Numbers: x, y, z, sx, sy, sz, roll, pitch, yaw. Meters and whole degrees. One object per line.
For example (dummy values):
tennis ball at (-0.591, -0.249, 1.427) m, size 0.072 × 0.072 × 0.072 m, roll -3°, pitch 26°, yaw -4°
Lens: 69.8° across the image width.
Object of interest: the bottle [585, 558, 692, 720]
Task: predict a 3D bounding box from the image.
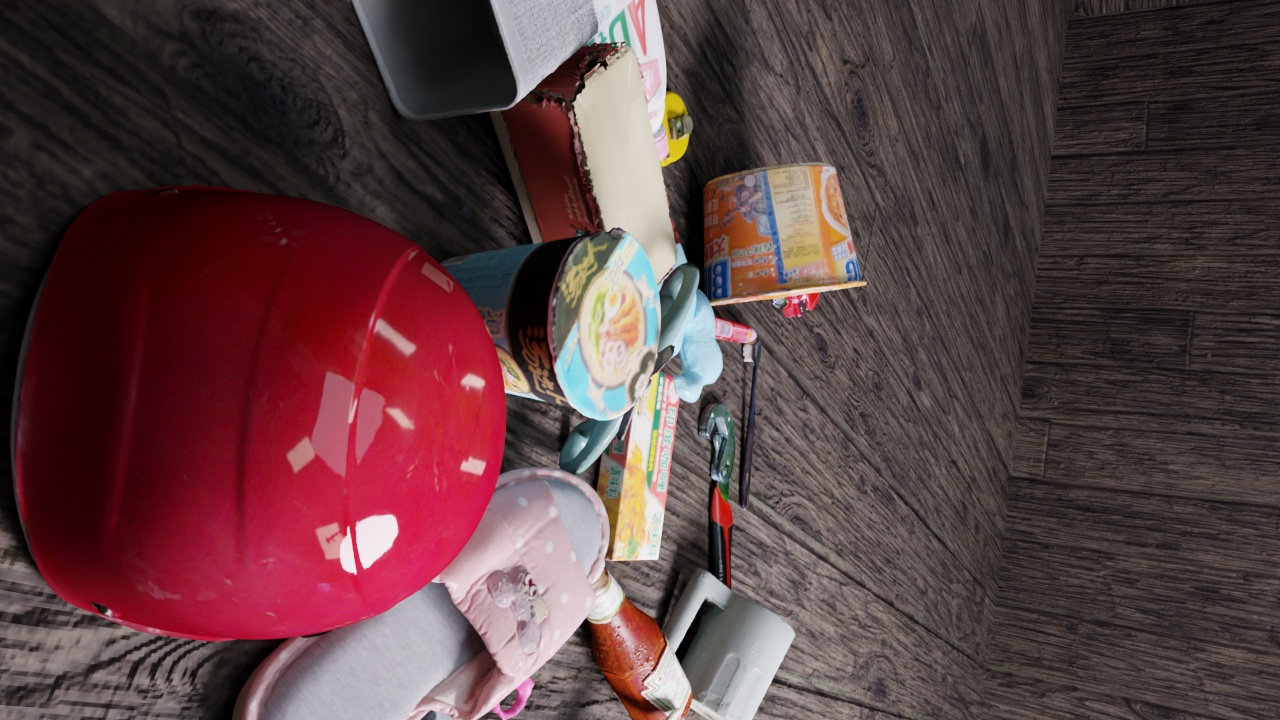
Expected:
bottle at (-0.014, 0.218, 0.720) m, size 0.059 × 0.060 × 0.206 m, roll -58°, pitch 139°, yaw -38°

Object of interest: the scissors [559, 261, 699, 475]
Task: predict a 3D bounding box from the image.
scissors at (-0.006, 0.007, 0.645) m, size 0.019 × 0.174 × 0.169 m, roll 31°, pitch 52°, yaw -9°

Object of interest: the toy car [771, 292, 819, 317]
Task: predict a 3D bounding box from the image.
toy car at (0.164, -0.103, 0.995) m, size 0.052 × 0.045 × 0.120 m, roll -57°, pitch 136°, yaw -41°

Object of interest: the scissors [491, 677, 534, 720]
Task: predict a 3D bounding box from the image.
scissors at (-0.110, 0.200, 0.603) m, size 0.135 × 0.017 × 0.063 m, roll 37°, pitch 65°, yaw -50°

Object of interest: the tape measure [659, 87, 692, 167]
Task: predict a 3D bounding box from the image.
tape measure at (0.022, -0.195, 0.764) m, size 0.057 × 0.029 × 0.060 m, roll -43°, pitch 129°, yaw -49°

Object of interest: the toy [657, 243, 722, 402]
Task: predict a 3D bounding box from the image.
toy at (0.022, -0.046, 0.752) m, size 0.156 × 0.050 × 0.161 m, roll 8°, pitch 74°, yaw -61°

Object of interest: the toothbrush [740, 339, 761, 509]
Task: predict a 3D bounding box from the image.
toothbrush at (0.112, 0.067, 0.956) m, size 0.015 × 0.018 × 0.181 m, roll -13°, pitch 107°, yaw -65°

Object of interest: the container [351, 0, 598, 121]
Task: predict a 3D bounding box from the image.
container at (-0.088, -0.204, 0.526) m, size 0.114 × 0.090 × 0.090 m, roll -53°, pitch 136°, yaw -46°

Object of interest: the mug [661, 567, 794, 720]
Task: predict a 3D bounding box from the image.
mug at (0.070, 0.268, 0.846) m, size 0.124 × 0.084 × 0.103 m, roll 41°, pitch 66°, yaw -21°

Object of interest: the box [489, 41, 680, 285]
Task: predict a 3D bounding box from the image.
box at (-0.024, -0.116, 0.604) m, size 0.091 × 0.080 × 0.168 m, roll -54°, pitch 141°, yaw -39°

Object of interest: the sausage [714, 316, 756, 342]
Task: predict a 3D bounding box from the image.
sausage at (0.077, -0.031, 0.881) m, size 0.155 × 0.020 × 0.020 m, roll 10°, pitch 85°, yaw -59°

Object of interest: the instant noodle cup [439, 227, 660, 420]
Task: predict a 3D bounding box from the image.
instant noodle cup at (-0.066, -0.022, 0.549) m, size 0.111 × 0.121 × 0.111 m, roll -5°, pitch 96°, yaw -58°

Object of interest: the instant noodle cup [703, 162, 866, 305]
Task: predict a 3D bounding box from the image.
instant noodle cup at (0.123, -0.113, 0.838) m, size 0.151 × 0.152 × 0.111 m, roll -10°, pitch 93°, yaw -58°

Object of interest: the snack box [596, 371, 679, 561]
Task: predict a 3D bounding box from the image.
snack box at (-0.004, 0.085, 0.753) m, size 0.077 × 0.027 × 0.155 m, roll 18°, pitch 77°, yaw -59°

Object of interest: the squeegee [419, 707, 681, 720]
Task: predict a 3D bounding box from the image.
squeegee at (-0.080, 0.287, 0.610) m, size 0.245 × 0.039 × 0.247 m, roll -50°, pitch 128°, yaw -25°

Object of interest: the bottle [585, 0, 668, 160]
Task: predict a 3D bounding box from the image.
bottle at (-0.019, -0.236, 0.660) m, size 0.068 × 0.068 × 0.197 m, roll -54°, pitch 141°, yaw -41°

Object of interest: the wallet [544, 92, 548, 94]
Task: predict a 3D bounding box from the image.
wallet at (-0.063, -0.147, 0.637) m, size 0.087 × 0.024 × 0.115 m, roll -61°, pitch 143°, yaw -43°

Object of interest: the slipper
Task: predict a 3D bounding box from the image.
slipper at (-0.104, 0.148, 0.536) m, size 0.273 × 0.055 × 0.114 m, roll -30°, pitch 104°, yaw -46°

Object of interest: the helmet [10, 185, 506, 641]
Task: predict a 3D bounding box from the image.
helmet at (-0.136, 0.029, 0.423) m, size 0.239 × 0.144 × 0.207 m, roll 17°, pitch 76°, yaw -59°

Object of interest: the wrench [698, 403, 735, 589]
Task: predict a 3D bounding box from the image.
wrench at (0.079, 0.176, 0.910) m, size 0.056 × 0.016 × 0.273 m, roll -14°, pitch 105°, yaw -54°
